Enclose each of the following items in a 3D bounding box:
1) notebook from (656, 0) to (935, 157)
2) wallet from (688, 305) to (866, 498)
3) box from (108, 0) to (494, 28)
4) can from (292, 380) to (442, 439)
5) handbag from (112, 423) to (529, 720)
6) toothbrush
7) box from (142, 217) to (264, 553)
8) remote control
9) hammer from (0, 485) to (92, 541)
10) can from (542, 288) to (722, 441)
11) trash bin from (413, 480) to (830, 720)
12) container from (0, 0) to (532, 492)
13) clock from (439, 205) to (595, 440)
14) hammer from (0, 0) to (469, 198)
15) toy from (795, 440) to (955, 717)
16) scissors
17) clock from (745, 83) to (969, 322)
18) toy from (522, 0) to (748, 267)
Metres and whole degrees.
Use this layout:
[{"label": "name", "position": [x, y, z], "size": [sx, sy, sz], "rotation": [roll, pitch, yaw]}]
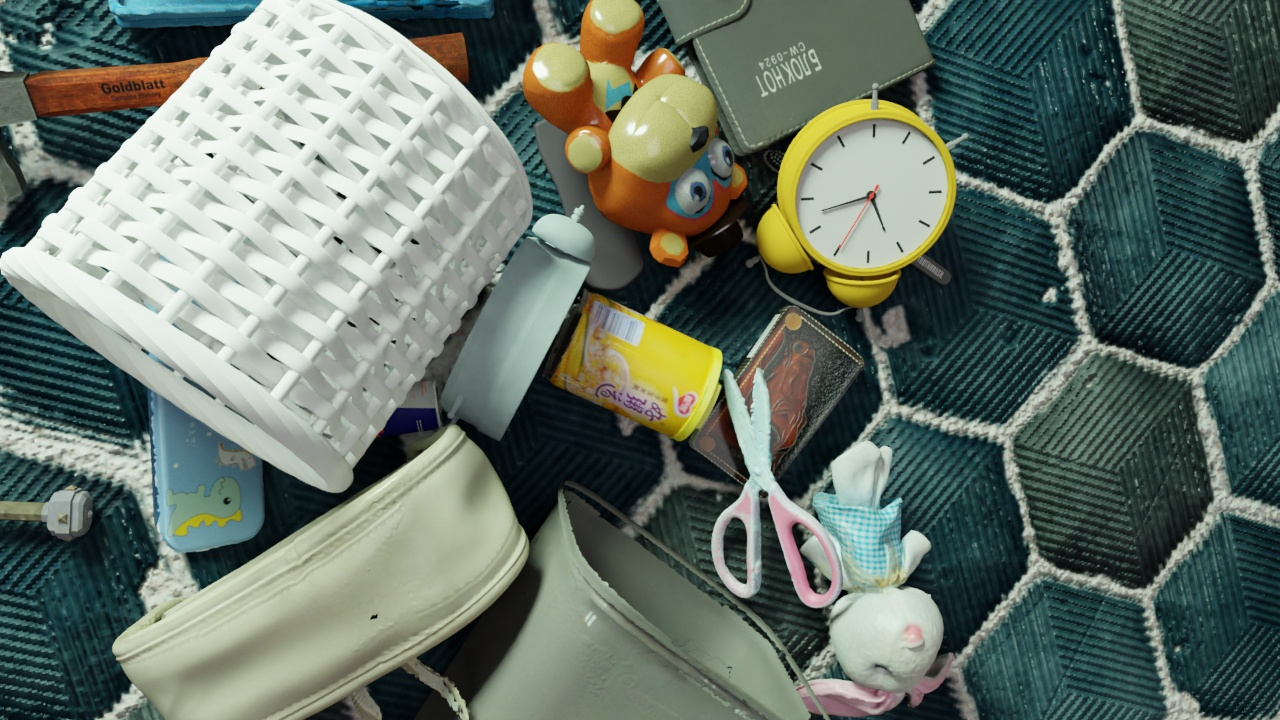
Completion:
[{"label": "notebook", "position": [0.092, -0.266, 0.628], "size": [0.169, 0.029, 0.209], "rotation": [-27, 95, -8]}, {"label": "wallet", "position": [0.096, 0.029, 0.646], "size": [0.072, 0.019, 0.123], "rotation": [37, 86, -5]}, {"label": "box", "position": [-0.204, -0.258, 0.535], "size": [0.231, 0.110, 0.094], "rotation": [-4, 93, -10]}, {"label": "can", "position": [-0.177, 0.034, 0.593], "size": [0.095, 0.032, 0.032], "rotation": [-7, 94, -9]}, {"label": "handbag", "position": [-0.170, 0.141, 0.526], "size": [0.229, 0.184, 0.132], "rotation": [-32, 102, -8]}, {"label": "toothbrush", "position": [0.156, -0.101, 0.655], "size": [0.167, 0.013, 0.013], "rotation": [32, 87, -12]}, {"label": "box", "position": [-0.270, 0.012, 0.562], "size": [0.069, 0.064, 0.210], "rotation": [-2, 94, -12]}, {"label": "remote control", "position": [-0.033, -0.107, 0.622], "size": [0.046, 0.009, 0.124], "rotation": [-19, 96, -8]}, {"label": "hammer", "position": [-0.496, 0.080, 0.543], "size": [0.316, 0.028, 0.147], "rotation": [4, 93, -10]}, {"label": "can", "position": [-0.004, 0.004, 0.604], "size": [0.105, 0.068, 0.067], "rotation": [25, 88, -10]}, {"label": "trash bin", "position": [-0.036, 0.230, 0.555], "size": [0.197, 0.197, 0.220], "rotation": [38, 92, -11]}, {"label": "container", "position": [-0.183, -0.058, 0.487], "size": [0.189, 0.190, 0.186], "rotation": [36, 69, -10]}, {"label": "clock", "position": [-0.071, -0.026, 0.566], "size": [0.045, 0.123, 0.159], "rotation": [27, 75, -6]}, {"label": "hammer", "position": [-0.255, -0.171, 0.558], "size": [0.300, 0.028, 0.111], "rotation": [-10, 126, -15]}, {"label": "toy", "position": [0.169, 0.156, 0.624], "size": [0.131, 0.106, 0.205], "rotation": [-5, 95, -13]}, {"label": "scissors", "position": [0.068, 0.086, 0.619], "size": [0.016, 0.108, 0.179], "rotation": [-28, 100, -49]}, {"label": "clock", "position": [0.144, -0.101, 0.619], "size": [0.113, 0.052, 0.152], "rotation": [25, 111, -10]}, {"label": "toy", "position": [0.003, -0.138, 0.584], "size": [0.112, 0.096, 0.176], "rotation": [-54, 124, -28]}]
